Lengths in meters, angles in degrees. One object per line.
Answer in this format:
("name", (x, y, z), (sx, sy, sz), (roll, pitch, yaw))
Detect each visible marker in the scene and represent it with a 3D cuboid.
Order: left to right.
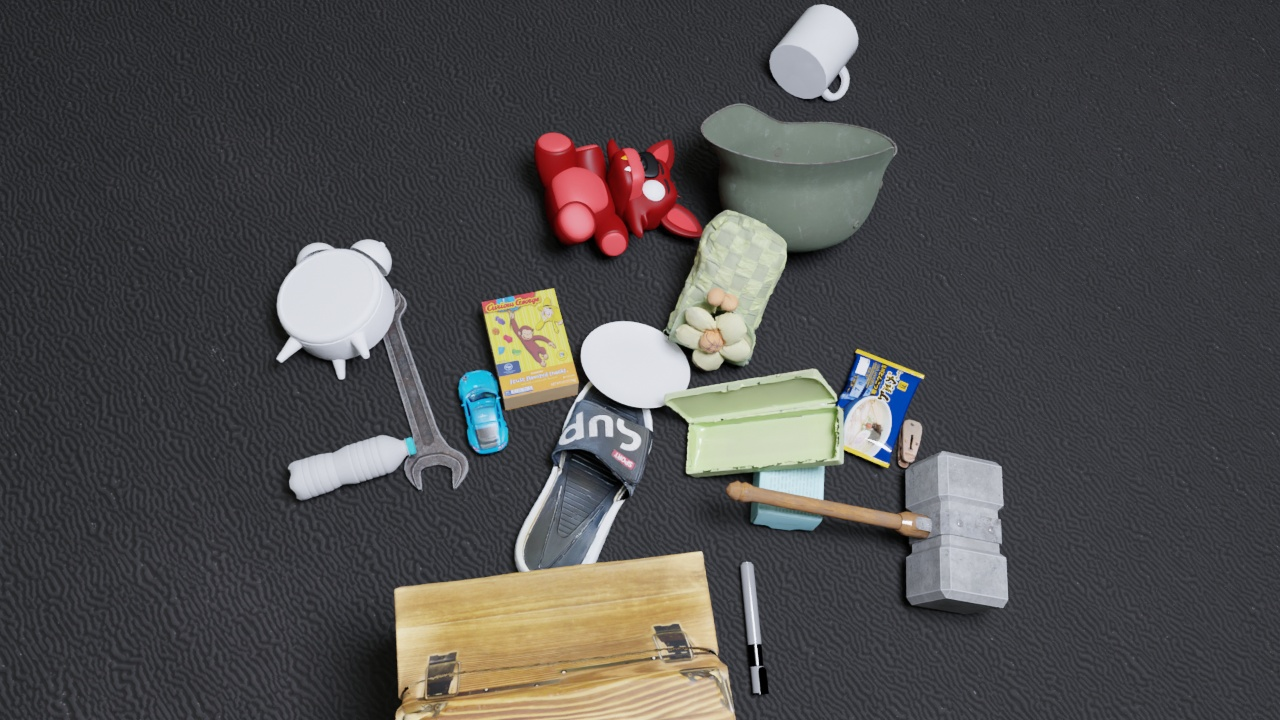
("marker", (0.124, 0.294, 1.011), (0.016, 0.016, 0.140), (-1, 68, -6))

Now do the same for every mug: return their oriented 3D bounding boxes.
("mug", (0.252, -0.421, 1.289), (0.121, 0.091, 0.090), (47, 66, -22))

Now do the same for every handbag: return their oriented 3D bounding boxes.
("handbag", (0.099, -0.076, 1.081), (0.113, 0.187, 0.116), (20, 26, 3))

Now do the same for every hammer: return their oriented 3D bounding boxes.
("hammer", (0.242, 0.169, 1.005), (0.317, 0.083, 0.162), (13, 66, -13))

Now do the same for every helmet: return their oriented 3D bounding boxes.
("helmet", (0.200, -0.219, 1.146), (0.267, 0.154, 0.227), (-28, 42, -36))

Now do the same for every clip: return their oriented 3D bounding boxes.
("clip", (0.324, 0.103, 1.110), (0.026, 0.049, 0.061), (14, 27, 1))

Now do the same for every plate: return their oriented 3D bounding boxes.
("plate", (-0.006, 0.006, 1.102), (0.134, 0.011, 0.134), (10, 47, -11))

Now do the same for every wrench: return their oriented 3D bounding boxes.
("wrench", (-0.272, 0.031, 1.083), (0.070, 0.010, 0.273), (-19, 70, -13))

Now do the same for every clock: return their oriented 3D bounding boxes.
("clock", (-0.355, -0.065, 1.083), (0.125, 0.073, 0.160), (-3, 64, 7))

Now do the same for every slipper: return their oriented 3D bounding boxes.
("slipper", (-0.058, 0.129, 1.036), (0.111, 0.063, 0.263), (24, 69, 5))

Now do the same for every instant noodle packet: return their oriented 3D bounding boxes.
("instant noodle packet", (0.282, 0.056, 1.119), (0.087, 0.026, 0.134), (23, 67, 14))

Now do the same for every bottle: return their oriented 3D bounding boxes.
("bottle", (-0.319, 0.115, 1.021), (0.136, 0.044, 0.044), (-17, 70, -10))

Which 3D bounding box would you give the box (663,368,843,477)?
("box", (0.124, 0.077, 1.018), (0.188, 0.098, 0.082), (-12, 60, 31))

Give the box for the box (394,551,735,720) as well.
("box", (-0.063, 0.359, 0.814), (0.279, 0.287, 0.335), (-4, 66, -7))

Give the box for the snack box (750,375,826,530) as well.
("snack box", (0.174, 0.107, 1.074), (0.075, 0.053, 0.174), (8, 66, -3))

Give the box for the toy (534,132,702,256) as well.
("toy", (-0.029, -0.213, 1.157), (0.197, 0.121, 0.158), (-10, 66, -19))

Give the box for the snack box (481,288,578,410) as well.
("snack box", (-0.133, -0.014, 1.099), (0.088, 0.040, 0.125), (-12, 69, -11))

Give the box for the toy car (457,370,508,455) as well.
("toy car", (-0.184, 0.058, 1.069), (0.048, 0.032, 0.105), (-11, 68, -10))
